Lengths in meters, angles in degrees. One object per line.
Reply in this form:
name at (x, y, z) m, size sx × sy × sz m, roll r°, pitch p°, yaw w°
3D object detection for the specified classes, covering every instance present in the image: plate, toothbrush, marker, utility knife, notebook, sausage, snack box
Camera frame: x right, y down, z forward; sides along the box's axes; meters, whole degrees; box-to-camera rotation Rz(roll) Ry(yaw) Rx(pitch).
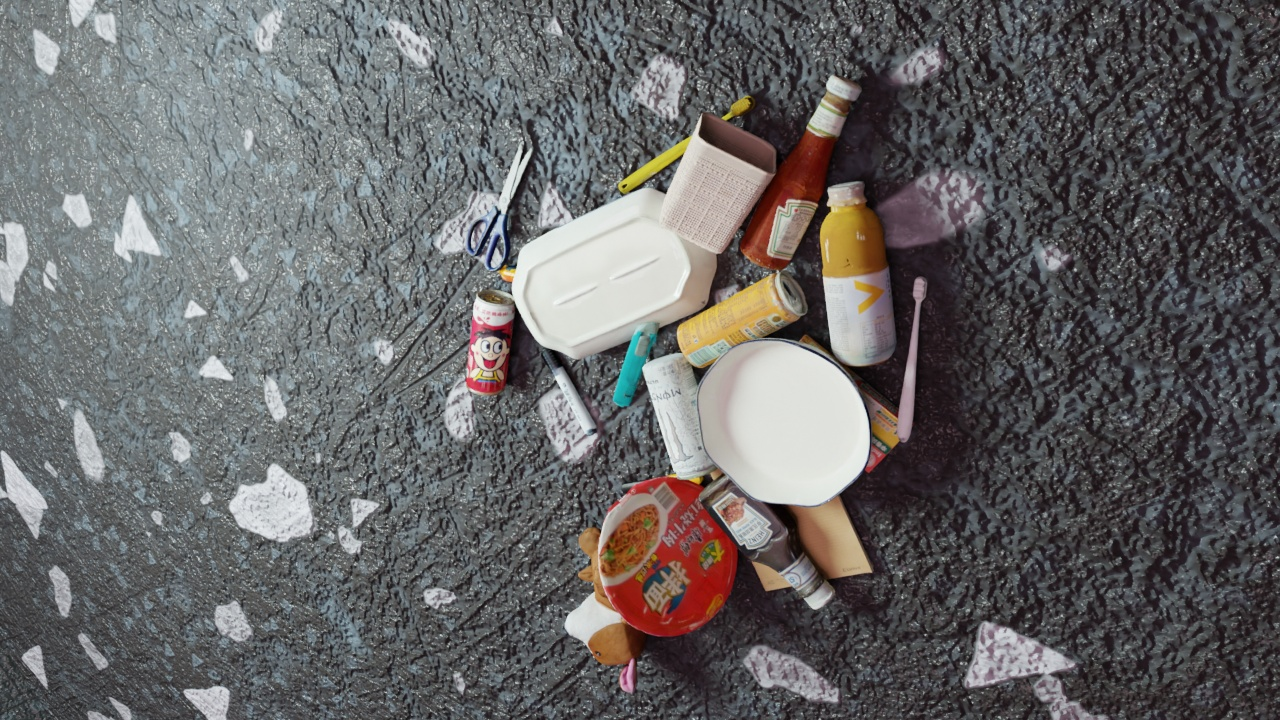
plate at (0.163, 0.067, 1.035) m, size 0.205 × 0.045 × 0.205 m, roll 11°, pitch 116°, yaw 24°
toothbrush at (0.048, -0.239, 1.025) m, size 0.191 × 0.016 × 0.015 m, roll -28°, pitch 94°, yaw 32°
marker at (-0.094, 0.040, 1.203) m, size 0.023 × 0.018 × 0.131 m, roll -23°, pitch 97°, yaw 40°
marker at (0.027, 0.159, 1.189) m, size 0.124 × 0.015 × 0.018 m, roll -14°, pitch 101°, yaw 33°
toothbrush at (0.289, 0.001, 0.977) m, size 0.016 × 0.016 × 0.180 m, roll 8°, pitch 102°, yaw 24°
utility knife at (-0.007, 0.007, 1.127) m, size 0.029 × 0.012 × 0.152 m, roll 13°, pitch 134°, yaw -6°
notebook at (0.175, 0.179, 1.123) m, size 0.150 × 0.012 × 0.211 m, roll -21°, pitch 98°, yaw 33°
sausage at (-0.110, -0.099, 1.155) m, size 0.165 × 0.021 × 0.021 m, roll 12°, pitch 114°, yaw 22°
snack box at (0.223, 0.048, 1.039) m, size 0.156 × 0.026 × 0.077 m, roll 39°, pitch 122°, yaw 9°
plate at (-0.040, -0.096, 1.091) m, size 0.266 × 0.034 × 0.162 m, roll -21°, pitch 102°, yaw 23°

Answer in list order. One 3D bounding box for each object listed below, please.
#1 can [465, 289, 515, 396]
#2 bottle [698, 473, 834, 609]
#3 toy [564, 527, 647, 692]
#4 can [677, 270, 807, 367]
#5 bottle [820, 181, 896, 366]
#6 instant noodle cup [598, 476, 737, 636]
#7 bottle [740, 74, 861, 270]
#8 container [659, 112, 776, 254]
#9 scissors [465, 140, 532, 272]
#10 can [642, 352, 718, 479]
can at (-0.198, -0.023, 1.209) m, size 0.053 × 0.053 × 0.133 m, roll 20°, pitch 116°, yaw 19°
bottle at (0.158, 0.218, 1.115) m, size 0.195 × 0.043 × 0.080 m, roll 48°, pitch 125°, yaw 3°
toy at (-0.040, 0.331, 1.227) m, size 0.130 × 0.140 × 0.200 m, roll -9°, pitch 118°, yaw -10°
can at (0.113, -0.045, 1.041) m, size 0.146 × 0.058 × 0.058 m, roll -28°, pitch 95°, yaw 32°
bottle at (0.226, -0.090, 0.962) m, size 0.068 × 0.067 × 0.190 m, roll -2°, pitch 108°, yaw 27°
instant noodle cup at (0.024, 0.241, 1.145) m, size 0.194 × 0.193 × 0.066 m, roll 63°, pitch 153°, yaw -6°
bottle at (0.169, -0.194, 0.958) m, size 0.060 × 0.059 × 0.206 m, roll 30°, pitch 117°, yaw 14°
container at (0.079, -0.186, 0.979) m, size 0.090 × 0.089 × 0.111 m, roll 24°, pitch 123°, yaw -8°
scissors at (-0.166, -0.187, 1.148) m, size 0.174 × 0.012 × 0.124 m, roll -33°, pitch 78°, yaw 35°
can at (0.050, 0.067, 1.110) m, size 0.058 × 0.058 × 0.147 m, roll -12°, pitch 99°, yaw 30°
